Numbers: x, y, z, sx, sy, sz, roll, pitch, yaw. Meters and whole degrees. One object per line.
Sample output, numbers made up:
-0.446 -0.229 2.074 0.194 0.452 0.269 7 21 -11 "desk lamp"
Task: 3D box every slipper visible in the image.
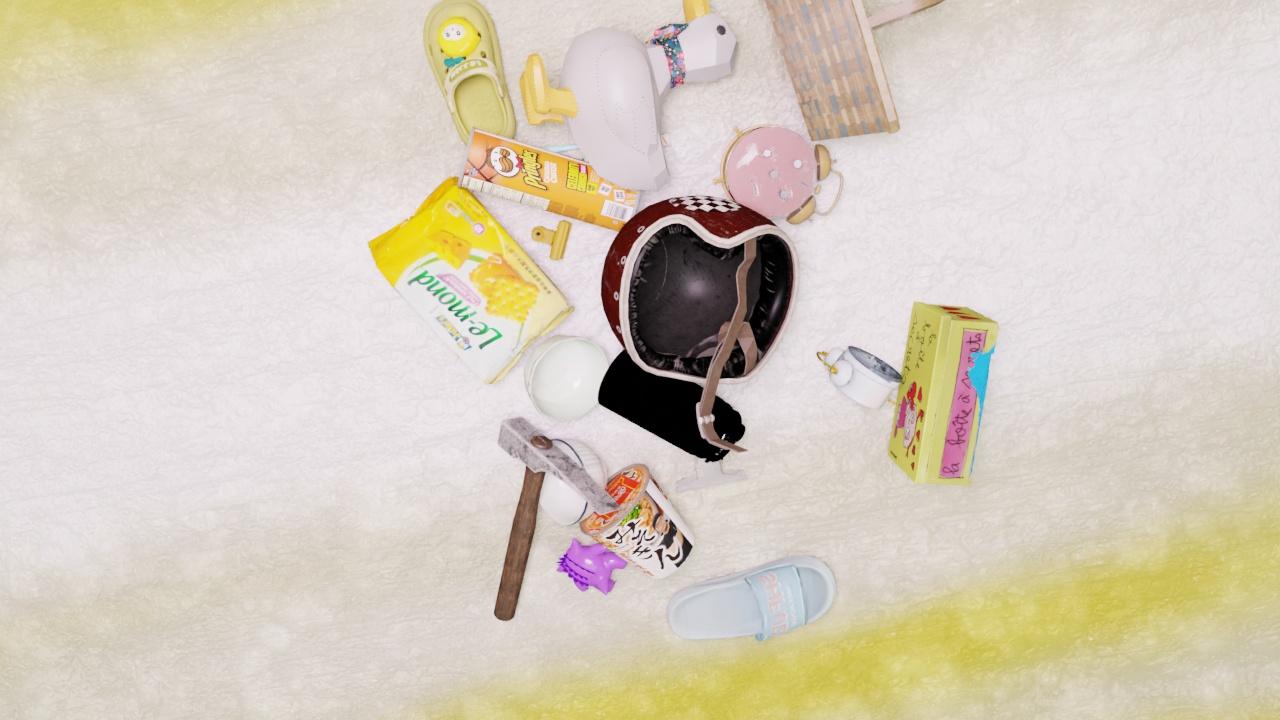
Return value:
0.158 0.350 1.296 0.245 0.074 0.104 -13 104 5 "slipper"
-0.213 -0.347 1.125 0.092 0.081 0.190 -14 106 7 "slipper"

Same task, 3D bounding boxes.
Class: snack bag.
-0.217 -0.106 1.190 0.160 0.068 0.247 -39 100 11 "snack bag"

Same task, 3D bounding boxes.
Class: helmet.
0.075 -0.075 1.099 0.254 0.233 0.234 20 127 35 "helmet"

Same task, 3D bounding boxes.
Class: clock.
0.284 0.016 1.207 0.117 0.083 0.057 26 109 -7 "clock"
0.176 -0.230 1.145 0.159 0.081 0.117 19 103 -4 "clock"

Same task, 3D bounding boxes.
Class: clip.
0.094 0.153 1.267 0.102 0.046 0.056 -12 116 3 "clip"
-0.118 -0.160 1.195 0.049 0.044 0.054 9 107 -27 "clip"

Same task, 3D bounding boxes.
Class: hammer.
-0.138 0.254 1.244 0.218 0.037 0.301 35 121 38 "hammer"

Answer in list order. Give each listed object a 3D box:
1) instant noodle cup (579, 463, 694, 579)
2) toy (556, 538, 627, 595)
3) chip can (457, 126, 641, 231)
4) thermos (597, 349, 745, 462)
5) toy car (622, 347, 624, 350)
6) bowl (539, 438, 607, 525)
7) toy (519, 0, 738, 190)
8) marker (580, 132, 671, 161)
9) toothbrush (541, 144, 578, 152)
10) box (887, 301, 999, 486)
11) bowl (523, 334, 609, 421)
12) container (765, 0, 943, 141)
0.003 0.227 1.251 0.124 0.123 0.122 -40 109 10 "instant noodle cup"
-0.072 0.292 1.293 0.088 0.055 0.106 29 123 3 "toy"
-0.112 -0.222 1.137 0.215 0.075 0.075 14 104 -13 "chip can"
0.050 0.066 1.206 0.198 0.086 0.086 30 103 -21 "thermos"
-0.007 0.007 1.236 0.039 0.027 0.090 4 104 2 "toy car"
-0.087 0.160 1.247 0.062 0.118 0.118 -9 109 -43 "bowl"
-0.006 -0.328 1.100 0.267 0.141 0.247 -9 96 -11 "toy"
-0.033 -0.262 1.174 0.145 0.017 0.017 -16 103 5 "marker"
-0.113 -0.270 1.175 0.181 0.016 0.016 -7 103 4 "toothbrush"
0.389 0.040 1.191 0.082 0.124 0.221 2 105 -2 "box"
-0.106 0.016 1.213 0.117 0.061 0.117 -13 116 -28 "bowl"
0.259 -0.389 1.070 0.187 0.157 0.250 -18 103 16 "container"
